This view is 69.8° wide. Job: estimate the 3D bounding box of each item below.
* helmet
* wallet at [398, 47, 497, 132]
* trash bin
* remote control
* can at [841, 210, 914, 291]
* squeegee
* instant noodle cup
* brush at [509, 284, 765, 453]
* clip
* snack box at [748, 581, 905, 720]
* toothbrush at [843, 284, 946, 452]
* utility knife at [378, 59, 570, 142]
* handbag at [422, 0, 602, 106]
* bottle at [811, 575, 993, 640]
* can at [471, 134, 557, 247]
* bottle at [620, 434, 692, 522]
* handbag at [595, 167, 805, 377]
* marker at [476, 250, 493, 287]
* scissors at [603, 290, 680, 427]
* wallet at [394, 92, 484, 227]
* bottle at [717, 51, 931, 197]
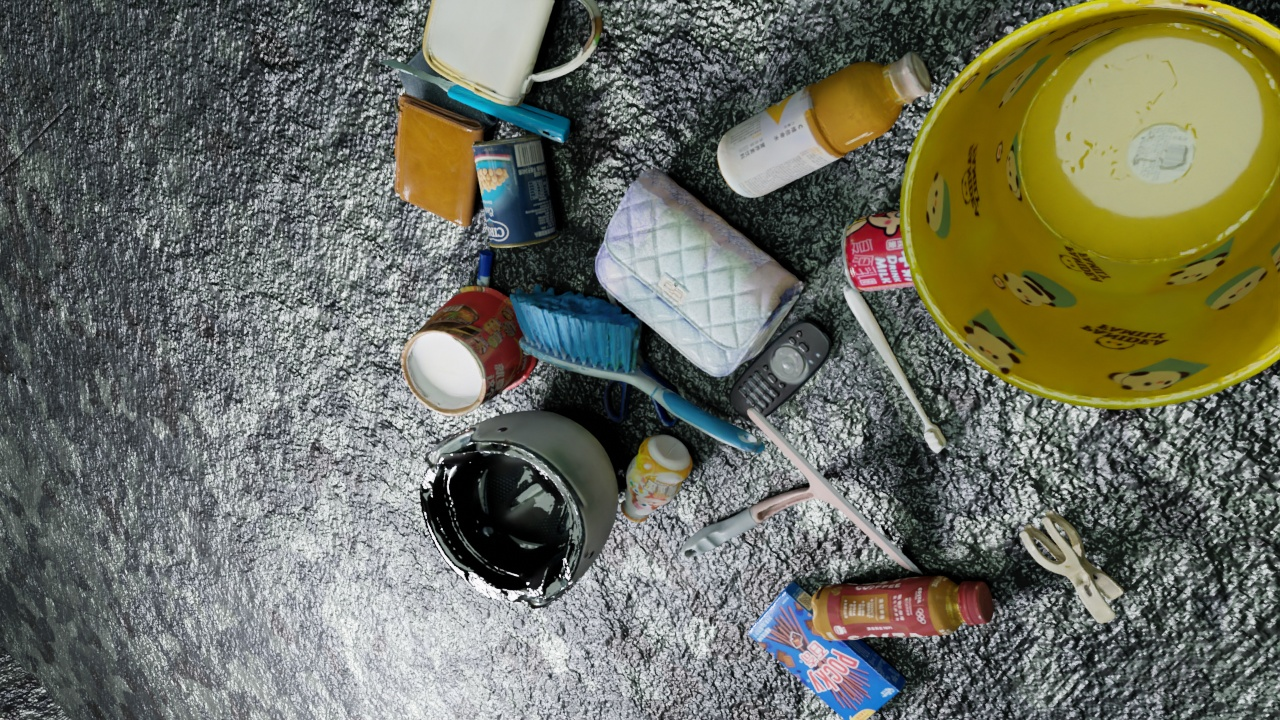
[{"bbox_3d":[-0.126,0.157,1.078,0.230,0.156,0.275,53,138,2],"label":"helmet"},{"bbox_3d":[-0.220,-0.297,1.033,0.097,0.019,0.121,-25,93,39],"label":"wallet"},{"bbox_3d":[0.320,-0.120,0.604,0.230,0.254,0.230,13,116,28],"label":"trash bin"},{"bbox_3d":[0.141,0.010,0.922,0.053,0.024,0.137,48,126,9],"label":"remote control"},{"bbox_3d":[0.230,-0.097,0.792,0.094,0.066,0.066,-4,107,34],"label":"can"},{"bbox_3d":[0.128,0.168,0.988,0.247,0.040,0.250,44,135,-12],"label":"squeegee"},{"bbox_3d":[-0.203,-0.004,1.073,0.138,0.108,0.138,9,117,17],"label":"instant noodle cup"},{"bbox_3d":[-0.006,0.006,0.989,0.315,0.060,0.110,17,120,25],"label":"brush"},{"bbox_3d":[0.390,0.183,0.823,0.100,0.071,0.035,50,127,14],"label":"clip"},{"bbox_3d":[0.203,0.325,1.013,0.157,0.026,0.085,40,125,13],"label":"snack box"},{"bbox_3d":[0.238,0.007,0.862,0.016,0.016,0.180,-29,92,36],"label":"toothbrush"},{"bbox_3d":[-0.179,-0.283,0.982,0.238,0.034,0.018,24,135,14],"label":"utility knife"},{"bbox_3d":[-0.120,-0.341,0.923,0.179,0.063,0.164,33,123,12],"label":"handbag"},{"bbox_3d":[0.261,0.249,0.923,0.175,0.057,0.057,-17,100,37],"label":"bottle"},{"bbox_3d":[-0.135,-0.184,0.988,0.075,0.075,0.111,4,111,32],"label":"can"},{"bbox_3d":[0.013,0.136,1.035,0.063,0.063,0.109,38,126,14],"label":"bottle"},{"bbox_3d":[0.052,-0.082,0.909,0.194,0.075,0.134,39,125,13],"label":"handbag"},{"bbox_3d":[-0.194,-0.065,1.115,0.017,0.016,0.146,25,121,22],"label":"marker"},{"bbox_3d":[-0.002,0.006,1.022,0.164,0.012,0.163,41,125,15],"label":"scissors"},{"bbox_3d":[-0.238,-0.228,1.042,0.119,0.035,0.131,26,133,10],"label":"wallet"},{"bbox_3d":[0.156,-0.204,0.794,0.190,0.067,0.068,-21,97,37],"label":"bottle"}]
